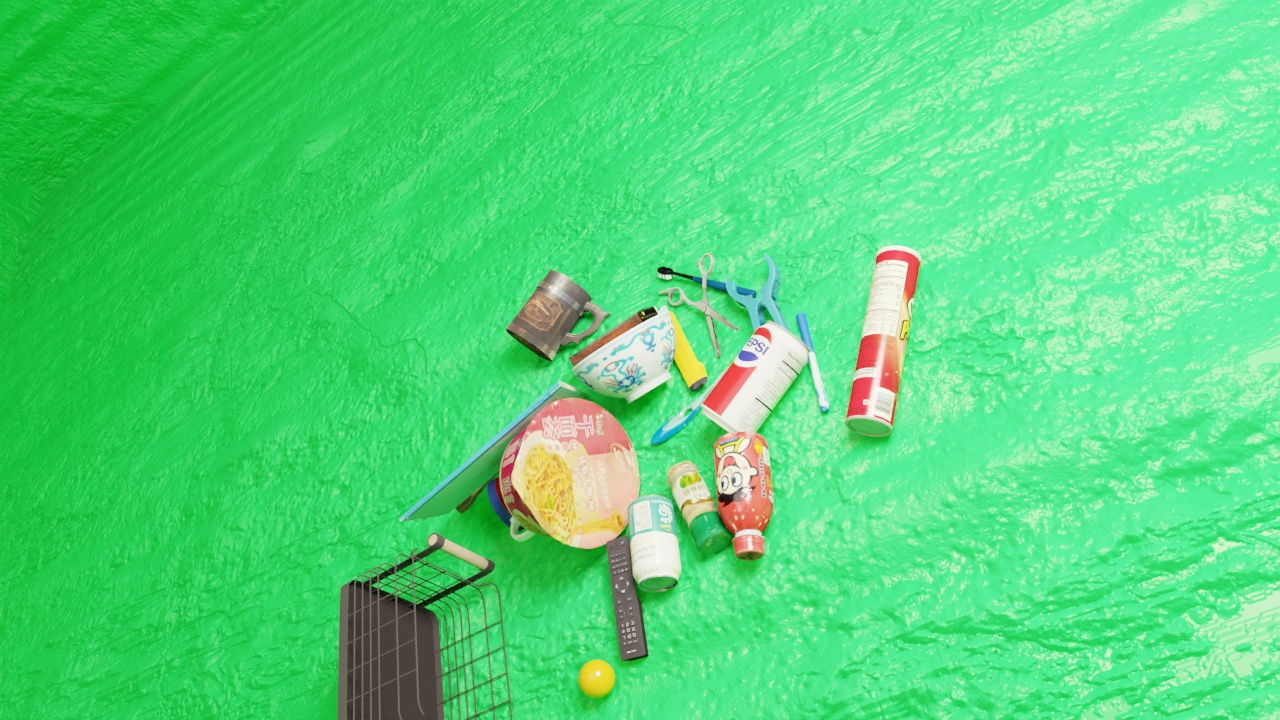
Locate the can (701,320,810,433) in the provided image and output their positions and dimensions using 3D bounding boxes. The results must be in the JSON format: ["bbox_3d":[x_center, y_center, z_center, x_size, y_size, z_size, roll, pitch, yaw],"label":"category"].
[{"bbox_3d":[0.134,0.025,1.065,0.132,0.070,0.070,-54,46,-1],"label":"can"}]

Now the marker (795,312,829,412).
[{"bbox_3d":[0.202,0.001,1.077,0.013,0.013,0.141,-24,51,22],"label":"marker"}]

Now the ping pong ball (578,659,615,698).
[{"bbox_3d":[-0.048,0.351,1.010,0.040,0.040,0.040,-19,52,26],"label":"ping pong ball"}]

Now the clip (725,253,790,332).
[{"bbox_3d":[0.165,-0.084,1.138,0.121,0.031,0.130,-45,53,6],"label":"clip"}]

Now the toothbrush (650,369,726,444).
[{"bbox_3d":[0.065,0.059,1.138,0.135,0.017,0.022,-43,46,9],"label":"toothbrush"}]

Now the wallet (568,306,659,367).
[{"bbox_3d":[-0.034,-0.031,1.227,0.123,0.072,0.019,-32,86,23],"label":"wallet"}]

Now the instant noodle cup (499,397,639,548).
[{"bbox_3d":[-0.093,0.140,1.105,0.078,0.178,0.178,-20,50,46],"label":"instant noodle cup"}]

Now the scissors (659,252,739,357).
[{"bbox_3d":[0.075,-0.068,1.204,0.162,0.014,0.141,-10,76,52],"label":"scissors"}]

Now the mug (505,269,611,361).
[{"bbox_3d":[-0.115,-0.056,1.312,0.116,0.080,0.107,31,80,16],"label":"mug"}]

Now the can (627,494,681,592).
[{"bbox_3d":[0.016,0.208,1.047,0.055,0.055,0.101,-24,50,22],"label":"can"}]

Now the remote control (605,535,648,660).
[{"bbox_3d":[-0.015,0.269,1.041,0.032,0.015,0.136,-22,61,24],"label":"remote control"}]

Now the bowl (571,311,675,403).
[{"bbox_3d":[-0.007,0.007,1.167,0.144,0.143,0.074,-32,87,15],"label":"bowl"}]

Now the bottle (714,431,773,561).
[{"bbox_3d":[0.115,0.150,1.008,0.062,0.062,0.137,-20,51,25],"label":"bottle"}]

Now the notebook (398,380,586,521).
[{"bbox_3d":[-0.180,0.117,1.171,0.253,0.181,0.009,-41,81,1],"label":"notebook"}]

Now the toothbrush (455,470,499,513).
[{"bbox_3d":[-0.199,0.146,1.273,0.167,0.016,0.016,-48,48,-1],"label":"toothbrush"}]

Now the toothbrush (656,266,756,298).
[{"bbox_3d":[0.086,-0.104,1.227,0.168,0.014,0.014,20,41,39],"label":"toothbrush"}]

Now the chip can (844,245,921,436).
[{"bbox_3d":[0.270,-0.023,1.015,0.052,0.052,0.214,-1,62,36],"label":"chip can"}]

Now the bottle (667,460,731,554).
[{"bbox_3d":[0.066,0.166,1.048,0.043,0.043,0.111,-37,46,11],"label":"bottle"}]

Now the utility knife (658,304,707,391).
[{"bbox_3d":[0.052,-0.020,1.197,0.030,0.017,0.164,-32,48,8],"label":"utility knife"}]

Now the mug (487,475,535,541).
[{"bbox_3d":[-0.140,0.177,1.162,0.076,0.075,0.111,-35,35,12],"label":"mug"}]

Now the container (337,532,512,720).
[{"bbox_3d":[-0.245,0.347,1.071,0.130,0.163,0.241,-29,48,18],"label":"container"}]
